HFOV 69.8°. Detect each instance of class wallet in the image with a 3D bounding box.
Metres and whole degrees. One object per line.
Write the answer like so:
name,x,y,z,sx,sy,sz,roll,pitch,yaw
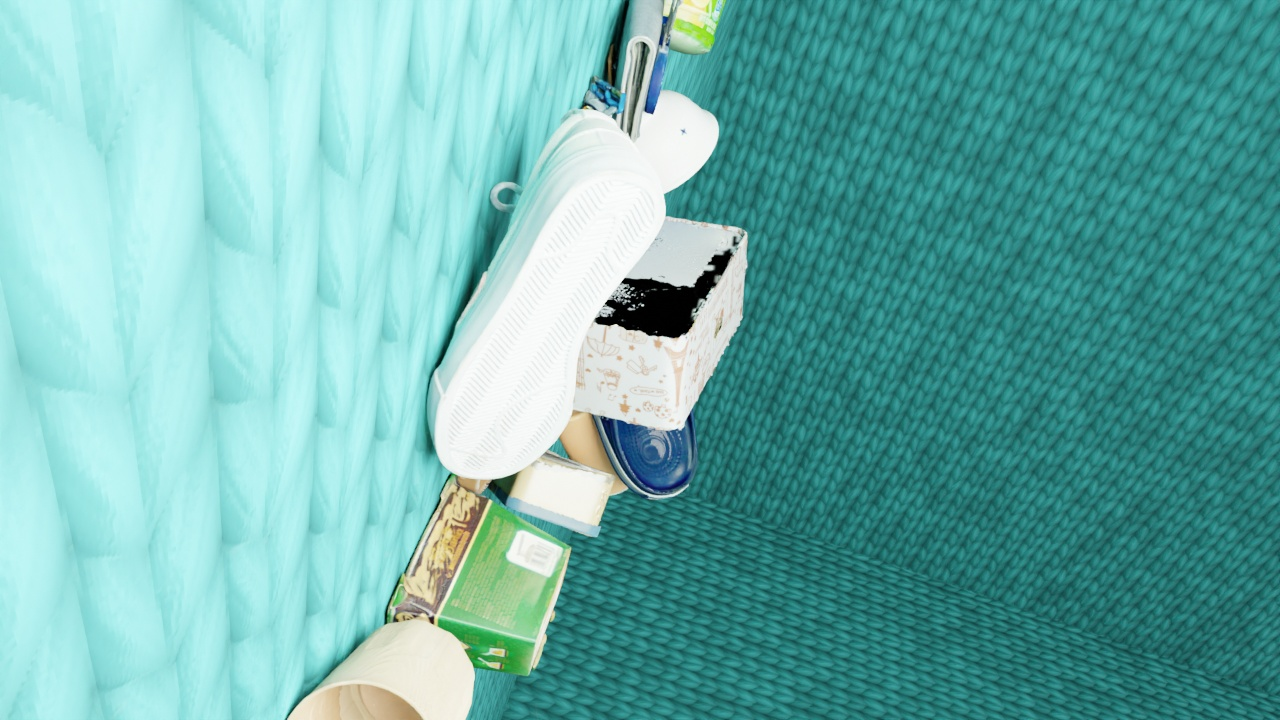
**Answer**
wallet,-0.006,-0.247,0.735,0.107,0.037,0.129,108,-10,-50

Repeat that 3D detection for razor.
razor,-0.051,-0.148,0.716,0.042,0.022,0.143,46,-55,40

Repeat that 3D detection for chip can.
chip can,0.065,-0.399,0.851,0.072,0.072,0.221,-60,169,-82

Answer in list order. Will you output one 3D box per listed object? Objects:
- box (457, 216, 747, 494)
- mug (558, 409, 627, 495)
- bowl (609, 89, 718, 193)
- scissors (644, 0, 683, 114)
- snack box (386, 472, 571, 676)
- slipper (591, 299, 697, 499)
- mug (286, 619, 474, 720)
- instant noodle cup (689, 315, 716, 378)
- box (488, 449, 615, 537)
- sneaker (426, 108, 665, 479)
box,-0.019,0.003,0.703,0.179,0.156,0.227,-57,169,-54
mug,-0.048,0.073,0.935,0.123,0.078,0.078,66,35,-46
bowl,0.006,-0.213,0.848,0.065,0.118,0.118,50,49,-41
scissors,0.022,-0.268,0.735,0.171,0.012,0.140,106,-8,-51
snack box,-0.114,0.169,0.684,0.118,0.105,0.118,105,3,-53
slipper,-0.005,0.005,0.849,0.095,0.105,0.252,-20,-98,65
mug,-0.155,0.215,0.515,0.124,0.084,0.103,-47,-179,3
instant noodle cup,0.023,-0.011,0.966,0.114,0.118,0.118,2,108,-67
box,-0.082,0.112,0.826,0.184,0.089,0.059,175,-65,-78
sneaker,-0.068,-0.034,0.533,0.243,0.089,0.090,-59,-144,33
